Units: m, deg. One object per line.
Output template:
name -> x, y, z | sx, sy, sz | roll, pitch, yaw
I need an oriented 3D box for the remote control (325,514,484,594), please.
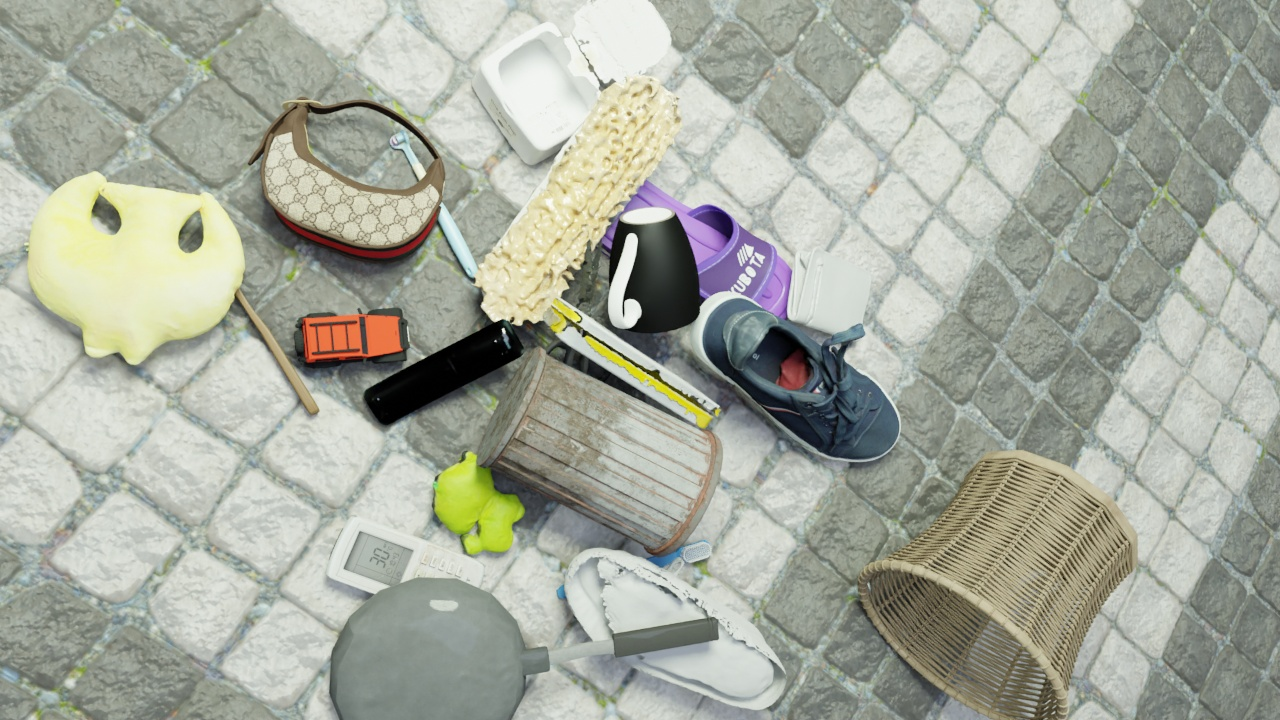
remote control -> -0.215, 0.192, 0.846 | 0.138, 0.025, 0.060 | 25, 79, -16

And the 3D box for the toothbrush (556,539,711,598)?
toothbrush -> -0.004, 0.211, 0.925 | 0.166, 0.014, 0.016 | -13, 91, -19

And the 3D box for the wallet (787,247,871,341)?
wallet -> 0.201, -0.070, 0.988 | 0.116, 0.032, 0.086 | 19, 81, -41

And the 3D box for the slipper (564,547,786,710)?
slipper -> 0.035, 0.257, 0.903 | 0.246, 0.075, 0.112 | 32, 85, -14

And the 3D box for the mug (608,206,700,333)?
mug -> 0.003, -0.080, 0.842 | 0.118, 0.085, 0.100 | -43, 134, -50

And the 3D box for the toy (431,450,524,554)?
toy -> -0.155, 0.136, 0.866 | 0.093, 0.036, 0.094 | 19, 87, -22

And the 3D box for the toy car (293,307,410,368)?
toy car -> -0.260, -0.020, 0.831 | 0.100, 0.049, 0.051 | -5, 88, -20

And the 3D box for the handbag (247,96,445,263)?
handbag -> -0.262, -0.169, 0.835 | 0.166, 0.063, 0.138 | 20, 75, -11

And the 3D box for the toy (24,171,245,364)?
toy -> -0.426, -0.075, 0.769 | 0.170, 0.065, 0.154 | 10, 85, -12

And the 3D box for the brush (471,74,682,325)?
brush -> -0.059, -0.150, 0.867 | 0.083, 0.056, 0.271 | 37, 95, -11

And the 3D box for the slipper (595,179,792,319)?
slipper -> 0.056, -0.113, 0.927 | 0.266, 0.084, 0.107 | 31, 77, -15

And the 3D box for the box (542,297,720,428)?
box -> -0.006, 0.006, 0.876 | 0.209, 0.064, 0.033 | 34, 94, -36

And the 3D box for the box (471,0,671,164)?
box -> -0.066, -0.284, 0.901 | 0.190, 0.083, 0.110 | -36, 100, -1

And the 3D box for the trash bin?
trash bin -> -0.031, 0.089, 0.862 | 0.211, 0.131, 0.130 | 28, 78, -15

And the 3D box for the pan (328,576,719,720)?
pan -> -0.101, 0.275, 0.834 | 0.357, 0.041, 0.178 | -7, 98, -9

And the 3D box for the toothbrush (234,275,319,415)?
toothbrush -> -0.334, -0.024, 0.824 | 0.016, 0.016, 0.167 | -32, 97, -18

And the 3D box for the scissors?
scissors -> -0.065, -0.037, 0.872 | 0.131, 0.012, 0.170 | -27, 131, -3

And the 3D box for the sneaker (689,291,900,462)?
sneaker -> 0.188, 0.030, 0.917 | 0.294, 0.127, 0.120 | 32, 90, -33

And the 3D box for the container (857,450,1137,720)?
container -> 0.377, 0.228, 0.955 | 0.195, 0.227, 0.227 | -43, 100, -24

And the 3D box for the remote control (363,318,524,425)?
remote control -> -0.182, 0.012, 0.851 | 0.152, 0.020, 0.041 | -27, 109, 0

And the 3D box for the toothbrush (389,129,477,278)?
toothbrush -> -0.195, -0.148, 0.879 | 0.022, 0.016, 0.155 | -26, 97, 24
